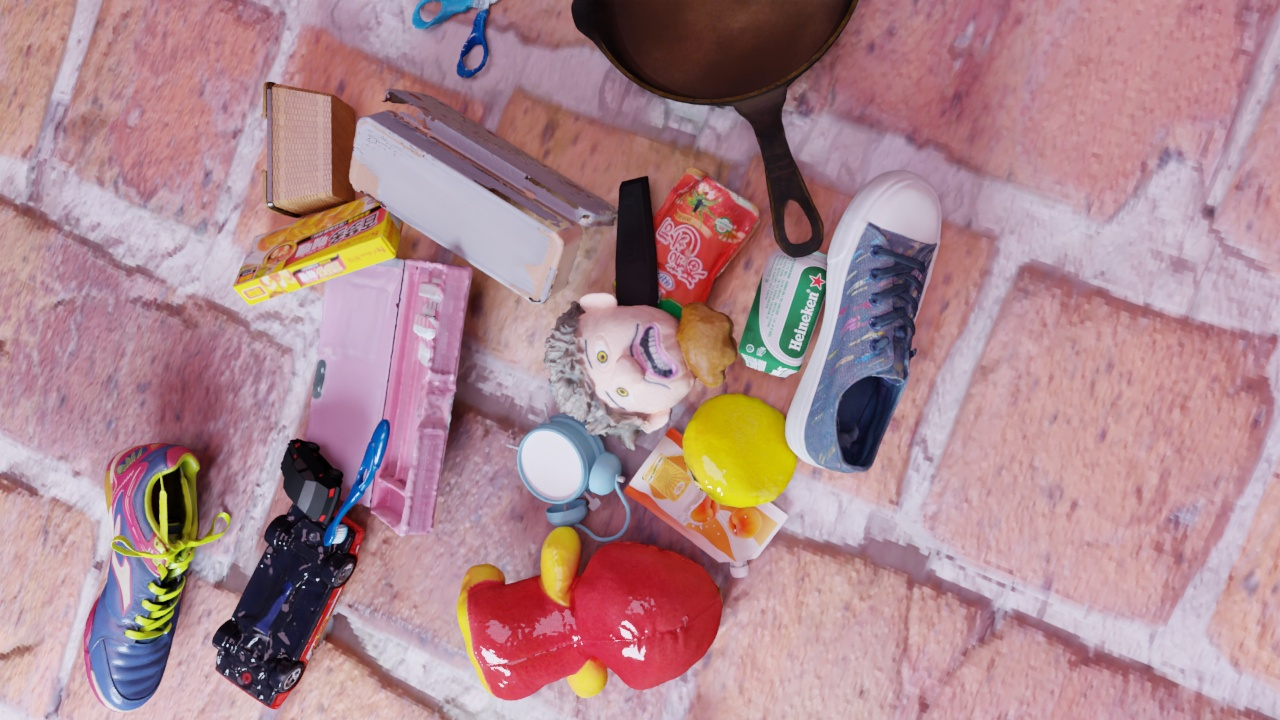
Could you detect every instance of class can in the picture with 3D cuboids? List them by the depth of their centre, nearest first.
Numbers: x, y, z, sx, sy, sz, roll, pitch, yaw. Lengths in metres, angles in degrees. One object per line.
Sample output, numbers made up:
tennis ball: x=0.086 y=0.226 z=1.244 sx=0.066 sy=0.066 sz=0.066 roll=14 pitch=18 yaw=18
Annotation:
can: x=0.115 y=-0.039 z=0.727 sx=0.053 sy=0.053 sz=0.101 roll=19 pitch=95 yaw=13

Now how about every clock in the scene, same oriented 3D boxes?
clock: x=-0.054 y=0.098 z=0.772 sx=0.123 sy=0.041 sz=0.088 roll=49 pitch=118 yaw=10

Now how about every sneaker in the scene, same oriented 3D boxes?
sneaker: x=0.180 y=-0.023 z=0.684 sx=0.087 sy=0.079 sz=0.235 roll=12 pitch=100 yaw=-22
sneaker: x=-0.445 y=0.196 z=0.833 sx=0.091 sy=0.116 sz=0.241 roll=-3 pitch=83 yaw=23

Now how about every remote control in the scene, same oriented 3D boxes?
remote control: x=-0.004 y=-0.090 z=0.757 sx=0.039 sy=0.010 sz=0.124 roll=-5 pitch=85 yaw=37

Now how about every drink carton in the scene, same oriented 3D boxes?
drink carton: x=0.054 y=0.119 z=0.756 sx=0.122 sy=0.039 sz=0.069 roll=36 pitch=98 yaw=5

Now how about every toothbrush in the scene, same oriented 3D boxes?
toothbrush: x=-0.239 y=0.105 z=0.780 sx=0.021 sy=0.016 sz=0.132 roll=41 pitch=110 yaw=36

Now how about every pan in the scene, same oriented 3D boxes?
pan: x=0.083 y=-0.248 z=0.727 sx=0.249 sy=0.043 sz=0.356 roll=-17 pitch=82 yaw=13

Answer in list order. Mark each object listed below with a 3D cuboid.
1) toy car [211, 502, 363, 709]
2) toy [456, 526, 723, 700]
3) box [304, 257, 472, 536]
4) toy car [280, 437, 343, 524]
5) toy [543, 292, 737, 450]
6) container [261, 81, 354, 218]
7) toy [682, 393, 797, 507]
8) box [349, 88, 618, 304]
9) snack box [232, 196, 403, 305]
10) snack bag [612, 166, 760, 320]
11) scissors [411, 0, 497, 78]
toy car: x=-0.319 y=0.219 z=0.833 sx=0.081 sy=0.056 sz=0.189 roll=28 pitch=96 yaw=11
toy: x=-0.039 y=0.212 z=0.742 sx=0.216 sy=0.098 sz=0.147 roll=-12 pitch=113 yaw=14
box: x=-0.222 y=0.022 z=0.816 sx=0.180 sy=0.059 sz=0.233 roll=13 pitch=94 yaw=37
toy car: x=-0.296 y=0.104 z=0.811 sx=0.092 sy=0.036 sz=0.042 roll=36 pitch=109 yaw=35
toy: x=-0.004 y=0.004 z=0.722 sx=0.176 sy=0.076 sz=0.133 roll=-20 pitch=103 yaw=32
container: x=-0.296 y=-0.189 z=0.825 sx=0.061 sy=0.063 sz=0.114 roll=0 pitch=90 yaw=6
toy: x=0.079 y=0.071 z=0.733 sx=0.094 sy=0.041 sz=0.095 roll=-32 pitch=79 yaw=-19
box: x=-0.139 y=-0.137 z=0.769 sx=0.216 sy=0.094 sz=0.107 roll=32 pitch=99 yaw=12
snack box: x=-0.283 y=-0.102 z=0.817 sx=0.152 sy=0.025 sz=0.075 roll=-16 pitch=44 yaw=13
snack bag: x=0.030 y=-0.078 z=0.760 sx=0.087 sy=0.044 sz=0.155 roll=39 pitch=106 yaw=24
scissors: x=-0.135 y=-0.306 z=0.810 sx=0.132 sy=0.015 sz=0.110 roll=-24 pitch=81 yaw=9
